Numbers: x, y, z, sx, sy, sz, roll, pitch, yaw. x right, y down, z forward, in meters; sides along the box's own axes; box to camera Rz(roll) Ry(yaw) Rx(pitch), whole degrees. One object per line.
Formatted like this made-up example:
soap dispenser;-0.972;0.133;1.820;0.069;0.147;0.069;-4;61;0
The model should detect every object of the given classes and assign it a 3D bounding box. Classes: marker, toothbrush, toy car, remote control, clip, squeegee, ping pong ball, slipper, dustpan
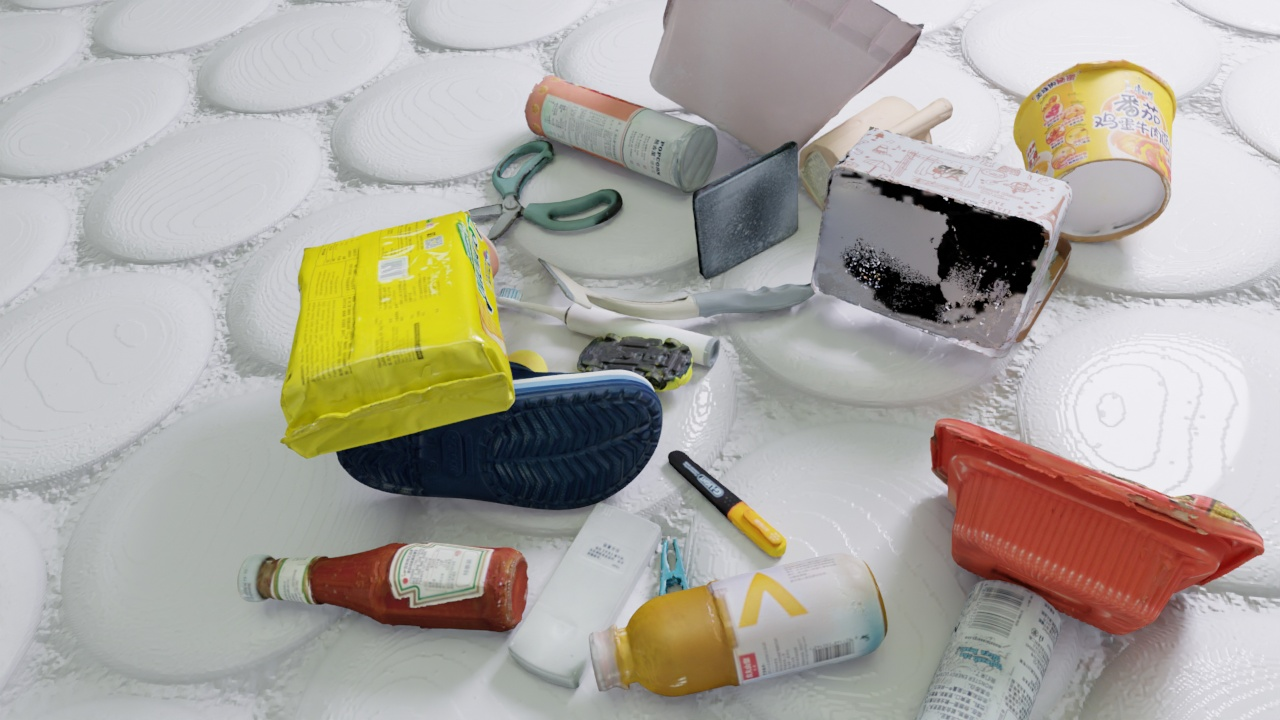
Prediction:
marker;0.064;0.106;0.698;0.018;0.015;0.124;-31;50;-25
toothbrush;-0.035;-0.033;0.830;0.221;0.027;0.026;15;71;21
toy car;-0.005;0.005;0.788;0.105;0.032;0.048;7;49;29
remote control;-0.038;0.165;0.655;0.056;0.019;0.134;17;53;22
clip;0.023;0.154;0.662;0.050;0.015;0.056;-7;47;5
squeegee;0.041;-0.055;0.813;0.246;0.039;0.246;1;12;-12
ping pong ball;-0.100;0.011;0.788;0.040;0.040;0.040;-4;48;4
slipper;-0.108;0.053;0.720;0.253;0.105;0.095;-4;28;2
dustpan;0.122;-0.322;0.903;0.222;0.274;0.138;31;55;-7

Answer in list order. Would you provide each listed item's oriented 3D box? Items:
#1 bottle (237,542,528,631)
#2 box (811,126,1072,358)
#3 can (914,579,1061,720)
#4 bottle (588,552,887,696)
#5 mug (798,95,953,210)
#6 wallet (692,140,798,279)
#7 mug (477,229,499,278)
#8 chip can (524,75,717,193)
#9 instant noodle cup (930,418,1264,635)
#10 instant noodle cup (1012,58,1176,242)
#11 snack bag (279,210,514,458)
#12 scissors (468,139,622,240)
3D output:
bottle;-0.185;0.159;0.655;0.206;0.060;0.059;0;48;9
box;0.272;-0.117;0.785;0.183;0.157;0.192;24;48;23
can;0.206;0.207;0.558;0.058;0.058;0.146;22;55;25
bottle;0.062;0.176;0.599;0.189;0.068;0.068;-12;48;-3
mug;0.227;-0.202;0.887;0.103;0.125;0.084;-32;94;-18
wallet;0.100;-0.140;0.858;0.120;0.097;0.019;-30;47;-19
mug;-0.201;-0.064;0.852;0.115;0.081;0.105;-10;43;36
chip can;-0.025;-0.247;0.990;0.215;0.071;0.071;26;56;28
instant noodle cup;0.266;0.111;0.584;0.189;0.164;0.079;23;78;26
instant noodle cup;0.415;-0.182;0.836;0.138;0.138;0.109;5;57;12
snack bag;-0.188;-0.036;0.700;0.158;0.068;0.246;-14;39;-6
scissors;-0.095;-0.177;0.973;0.179;0.019;0.169;10;49;15
